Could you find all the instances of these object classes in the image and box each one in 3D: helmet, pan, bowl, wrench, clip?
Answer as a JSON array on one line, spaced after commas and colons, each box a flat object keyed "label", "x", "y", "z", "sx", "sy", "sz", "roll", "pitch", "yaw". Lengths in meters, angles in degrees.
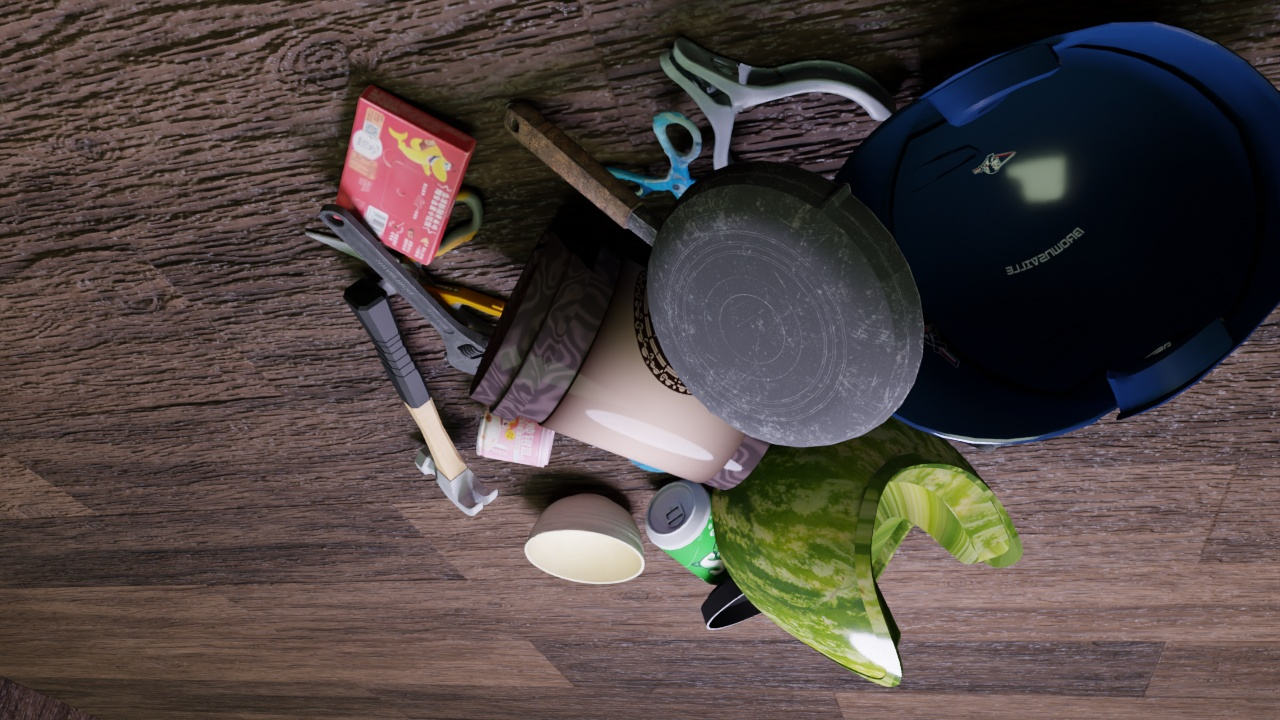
[{"label": "helmet", "x": 0.243, "y": -0.072, "z": 0.586, "sx": 0.273, "sy": 0.232, "sz": 0.223, "roll": -31, "pitch": 177, "yaw": 12}, {"label": "pan", "x": 0.222, "y": 0.225, "z": 1.097, "sx": 0.357, "sy": 0.034, "sz": 0.225, "roll": -40, "pitch": 153, "yaw": 24}, {"label": "bowl", "x": -0.066, "y": 0.216, "z": 1.157, "sx": 0.151, "sy": 0.075, "sz": 0.151, "roll": 5, "pitch": 144, "yaw": 3}, {"label": "wrench", "x": -0.197, "y": -0.053, "z": 0.830, "sx": 0.073, "sy": 0.018, "sz": 0.273, "roll": 0, "pitch": 150, "yaw": 26}, {"label": "pan", "x": 0.025, "y": -0.074, "z": 0.625, "sx": 0.357, "sy": 0.040, "sz": 0.208, "roll": 38, "pitch": 135, "yaw": 16}, {"label": "helmet", "x": 0.177, "y": 0.142, "z": 0.826, "sx": 0.243, "sy": 0.212, "sz": 0.247, "roll": 56, "pitch": 160, "yaw": -13}, {"label": "clip", "x": 0.105, "y": -0.167, "z": 0.653, "sx": 0.166, "sy": 0.032, "sz": 0.165, "roll": -2, "pitch": 142, "yaw": 12}]

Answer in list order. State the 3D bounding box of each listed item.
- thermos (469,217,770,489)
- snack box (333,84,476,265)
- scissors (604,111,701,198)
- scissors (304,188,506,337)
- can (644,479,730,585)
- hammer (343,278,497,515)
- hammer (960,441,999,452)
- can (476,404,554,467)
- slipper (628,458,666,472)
[{"label": "thermos", "x": -0.004, "y": 0.004, "z": 0.763, "sx": 0.226, "sy": 0.172, "sz": 0.173, "roll": 26, "pitch": 140, "yaw": -12}, {"label": "snack box", "x": -0.190, "y": -0.142, "z": 0.728, "sx": 0.089, "sy": 0.021, "sz": 0.133, "roll": 27, "pitch": 137, "yaw": -8}, {"label": "scissors", "x": 0.019, "y": -0.139, "z": 0.695, "sx": 0.140, "sy": 0.011, "sz": 0.134, "roll": 7, "pitch": 154, "yaw": 26}, {"label": "scissors", "x": -0.188, "y": -0.084, "z": 0.828, "sx": 0.225, "sy": 0.016, "sz": 0.231, "roll": 23, "pitch": 142, "yaw": -16}, {"label": "can", "x": 0.074, "y": 0.210, "z": 1.112, "sx": 0.088, "sy": 0.087, "sz": 0.140, "roll": -18, "pitch": 136, "yaw": 31}, {"label": "hammer", "x": -0.226, "y": 0.047, "z": 0.947, "sx": 0.131, "sy": 0.039, "sz": 0.329, "roll": 35, "pitch": 152, "yaw": 34}, {"label": "hammer", "x": 0.214, "y": -0.041, "z": 0.770, "sx": 0.326, "sy": 0.079, "sz": 0.177, "roll": 21, "pitch": 142, "yaw": -9}, {"label": "can", "x": -0.132, "y": 0.076, "z": 0.989, "sx": 0.076, "sy": 0.067, "sz": 0.067, "roll": 10, "pitch": 143, "yaw": -2}, {"label": "slipper", "x": 0.090, "y": 0.071, "z": 0.950, "sx": 0.296, "sy": 0.060, "sz": 0.118, "roll": -23, "pitch": 130, "yaw": 35}]
